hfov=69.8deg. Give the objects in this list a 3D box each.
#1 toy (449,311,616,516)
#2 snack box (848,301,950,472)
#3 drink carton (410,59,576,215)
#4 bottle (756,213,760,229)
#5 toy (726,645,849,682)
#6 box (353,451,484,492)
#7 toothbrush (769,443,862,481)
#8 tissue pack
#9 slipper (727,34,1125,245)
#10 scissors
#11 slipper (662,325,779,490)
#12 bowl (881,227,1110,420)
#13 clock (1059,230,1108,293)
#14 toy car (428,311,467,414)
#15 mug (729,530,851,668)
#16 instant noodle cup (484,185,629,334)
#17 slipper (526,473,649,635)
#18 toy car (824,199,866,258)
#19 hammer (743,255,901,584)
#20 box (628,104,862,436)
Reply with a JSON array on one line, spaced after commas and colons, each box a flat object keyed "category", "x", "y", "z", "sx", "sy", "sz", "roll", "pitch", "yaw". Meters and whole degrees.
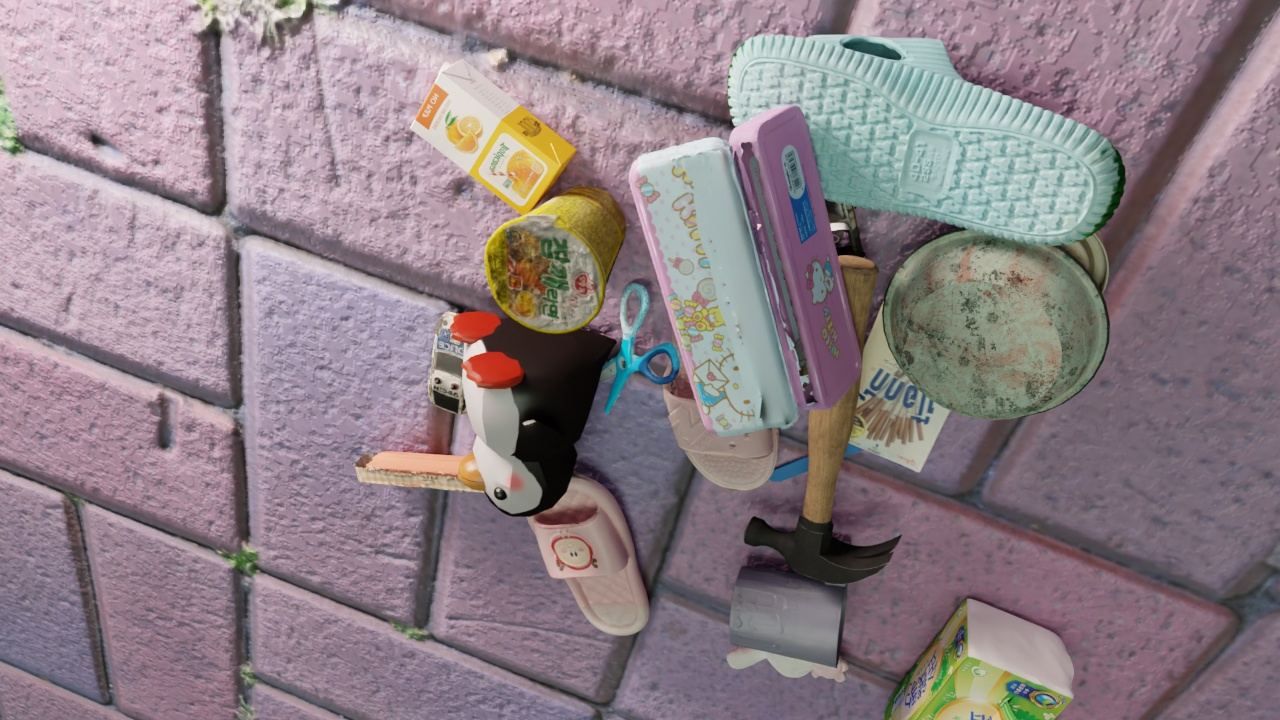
[{"category": "toy", "x": -0.095, "y": 0.058, "z": 0.832, "sx": 0.140, "sy": 0.159, "sz": 0.184, "roll": -6, "pitch": 124, "yaw": -19}, {"category": "snack box", "x": 0.217, "y": 0.013, "z": 0.745, "sx": 0.082, "sy": 0.026, "sz": 0.150, "roll": 24, "pitch": 123, "yaw": 15}, {"category": "drink carton", "x": -0.121, "y": -0.181, "z": 0.740, "sx": 0.122, "sy": 0.040, "sz": 0.059, "roll": 38, "pitch": 125, "yaw": -7}, {"category": "bottle", "x": 0.100, "y": -0.078, "z": 0.710, "sx": 0.063, "sy": 0.063, "sz": 0.109, "roll": -2, "pitch": 98, "yaw": 20}, {"category": "toy", "x": 0.155, "y": 0.303, "z": 0.958, "sx": 0.125, "sy": 0.037, "sz": 0.076, "roll": 10, "pitch": 120, "yaw": 12}, {"category": "box", "x": -0.207, "y": 0.121, "z": 0.956, "sx": 0.187, "sy": 0.054, "sz": 0.076, "roll": 1, "pitch": 154, "yaw": 19}, {"category": "toothbrush", "x": 0.184, "y": 0.077, "z": 0.822, "sx": 0.167, "sy": 0.014, "sz": 0.016, "roll": -28, "pitch": 109, "yaw": 35}, {"category": "tissue pack", "x": 0.314, "y": 0.349, "z": 0.869, "sx": 0.120, "sy": 0.141, "sz": 0.198, "roll": 17, "pitch": 125, "yaw": 8}, {"category": "slipper", "x": 0.189, "y": -0.156, "z": 0.634, "sx": 0.276, "sy": 0.069, "sz": 0.116, "roll": 23, "pitch": 131, "yaw": 21}, {"category": "scissors", "x": -0.006, "y": 0.008, "z": 0.806, "sx": 0.113, "sy": 0.013, "sz": 0.141, "roll": 50, "pitch": 132, "yaw": 35}, {"category": "slipper", "x": 0.066, "y": 0.022, "z": 0.793, "sx": 0.094, "sy": 0.064, "sz": 0.240, "roll": 2, "pitch": 120, "yaw": 18}, {"category": "bowl", "x": 0.248, "y": -0.016, "z": 0.661, "sx": 0.158, "sy": 0.038, "sz": 0.158, "roll": 17, "pitch": 127, "yaw": 23}, {"category": "clock", "x": 0.296, "y": -0.058, "z": 0.669, "sx": 0.093, "sy": 0.054, "sz": 0.141, "roll": -18, "pitch": 108, "yaw": 35}, {"category": "toy car", "x": -0.179, "y": 0.005, "z": 0.880, "sx": 0.048, "sy": 0.040, "sz": 0.113, "roll": 19, "pitch": 125, "yaw": 5}, {"category": "mug", "x": 0.147, "y": 0.229, "z": 0.896, "sx": 0.104, "sy": 0.083, "sz": 0.124, "roll": 6, "pitch": 99, "yaw": 17}, {"category": "instant noodle cup", "x": -0.059, "y": -0.090, "z": 0.735, "sx": 0.102, "sy": 0.108, "sz": 0.102, "roll": 9, "pitch": 124, "yaw": 14}, {"category": "slipper", "x": -0.056, "y": 0.208, "z": 0.959, "sx": 0.107, "sy": 0.055, "sz": 0.222, "roll": -8, "pitch": 119, "yaw": 25}, {"category": "toy car", "x": 0.150, "y": -0.090, "z": 0.708, "sx": 0.040, "sy": 0.037, "sz": 0.092, "roll": -7, "pitch": 119, "yaw": 23}, {"category": "hammer", "x": 0.162, "y": 0.059, "z": 0.759, "sx": 0.132, "sy": 0.040, "sz": 0.306, "roll": 17, "pitch": 126, "yaw": 24}, {"category": "box", "x": 0.082, "y": -0.056, "z": 0.638, "sx": 0.140, "sy": 0.062, "sz": 0.214, "roll": -22, "pitch": 111, "yaw": -11}]
